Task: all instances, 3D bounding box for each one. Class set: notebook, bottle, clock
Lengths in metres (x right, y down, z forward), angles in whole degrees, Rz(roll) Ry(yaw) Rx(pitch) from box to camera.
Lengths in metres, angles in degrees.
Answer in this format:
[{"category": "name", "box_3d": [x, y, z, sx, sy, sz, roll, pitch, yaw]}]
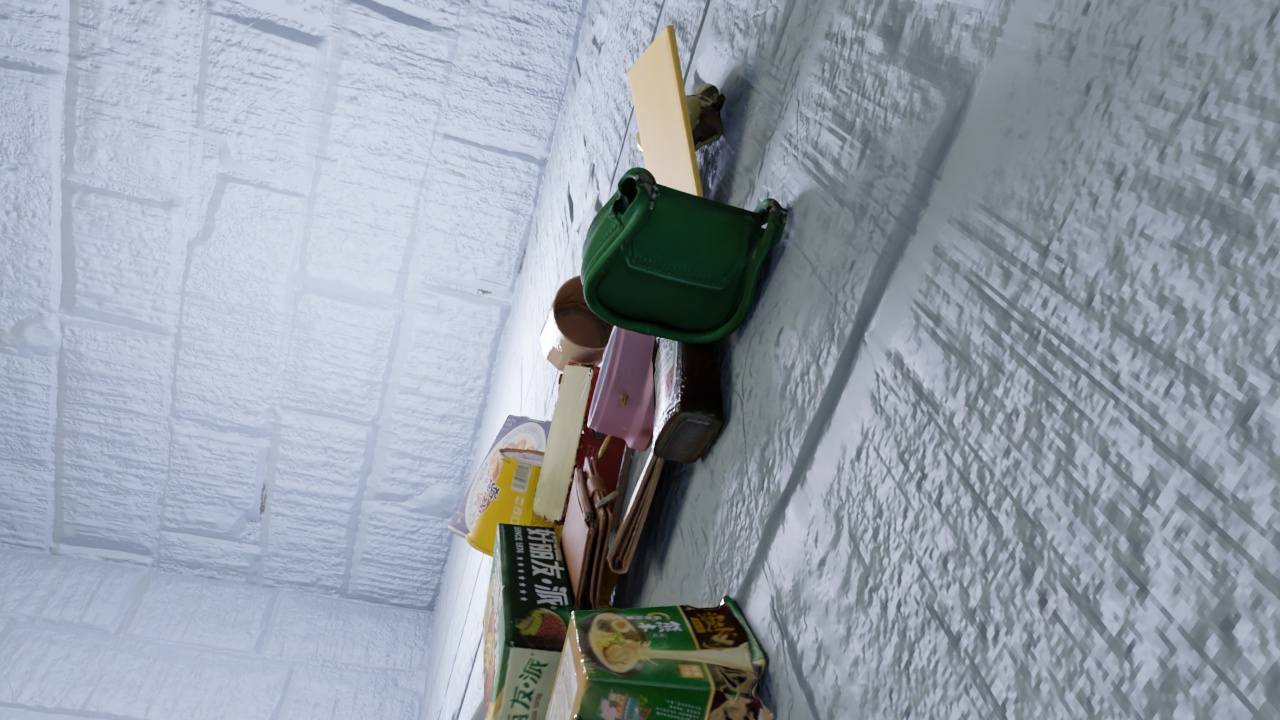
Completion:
[{"category": "notebook", "box_3d": [0.026, -0.184, 0.848, 0.146, 0.010, 0.206, -175, 74, -76]}, {"category": "bottle", "box_3d": [0.034, -0.015, 0.744, 0.080, 0.044, 0.194, 117, 159, -47]}, {"category": "clock", "box_3d": [-0.005, 0.005, 0.842, 0.117, 0.060, 0.158, 111, 174, -50]}]

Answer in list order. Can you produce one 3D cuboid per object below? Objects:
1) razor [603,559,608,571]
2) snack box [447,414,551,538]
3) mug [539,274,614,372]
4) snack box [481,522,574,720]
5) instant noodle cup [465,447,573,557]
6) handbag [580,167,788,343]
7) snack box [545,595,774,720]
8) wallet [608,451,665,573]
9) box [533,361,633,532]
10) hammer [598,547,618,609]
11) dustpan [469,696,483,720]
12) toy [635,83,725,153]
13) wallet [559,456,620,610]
[{"category": "razor", "box_3d": [-0.062, 0.244, 0.962, 0.043, 0.028, 0.133, 52, 134, 32]}, {"category": "snack box", "box_3d": [-0.162, 0.165, 1.209, 0.178, 0.045, 0.182, 3, 63, 57]}, {"category": "mug", "box_3d": [-0.046, -0.045, 1.002, 0.084, 0.124, 0.104, 60, 159, 7]}, {"category": "snack box", "box_3d": [-0.101, 0.242, 0.813, 0.240, 0.063, 0.114, -126, 45, -74]}, {"category": "instant noodle cup", "box_3d": [-0.120, 0.164, 1.045, 0.138, 0.138, 0.110, -163, 86, -77]}, {"category": "handbag", "box_3d": [0.027, -0.076, 0.653, 0.120, 0.131, 0.067, 120, 154, -46]}, {"category": "snack box", "box_3d": [0.003, 0.205, 0.542, 0.117, 0.105, 0.118, -129, 53, -75]}, {"category": "wallet", "box_3d": [0.004, 0.109, 0.777, 0.101, 0.020, 0.115, -64, -6, -73]}, {"category": "box", "box_3d": [-0.062, 0.087, 0.954, 0.091, 0.080, 0.168, 4, 81, 63]}, {"category": "hammer", "box_3d": [-0.010, 0.218, 0.755, 0.301, 0.033, 0.128, 142, 137, -71]}, {"category": "dustpan", "box_3d": [-0.148, 0.385, 0.906, 0.222, 0.142, 0.258, -131, 42, -74]}, {"category": "toy", "box_3d": [0.035, -0.231, 0.909, 0.105, 0.066, 0.157, -60, 21, -1]}, {"category": "wallet", "box_3d": [-0.050, 0.153, 0.831, 0.130, 0.035, 0.119, -118, 40, -70]}]
